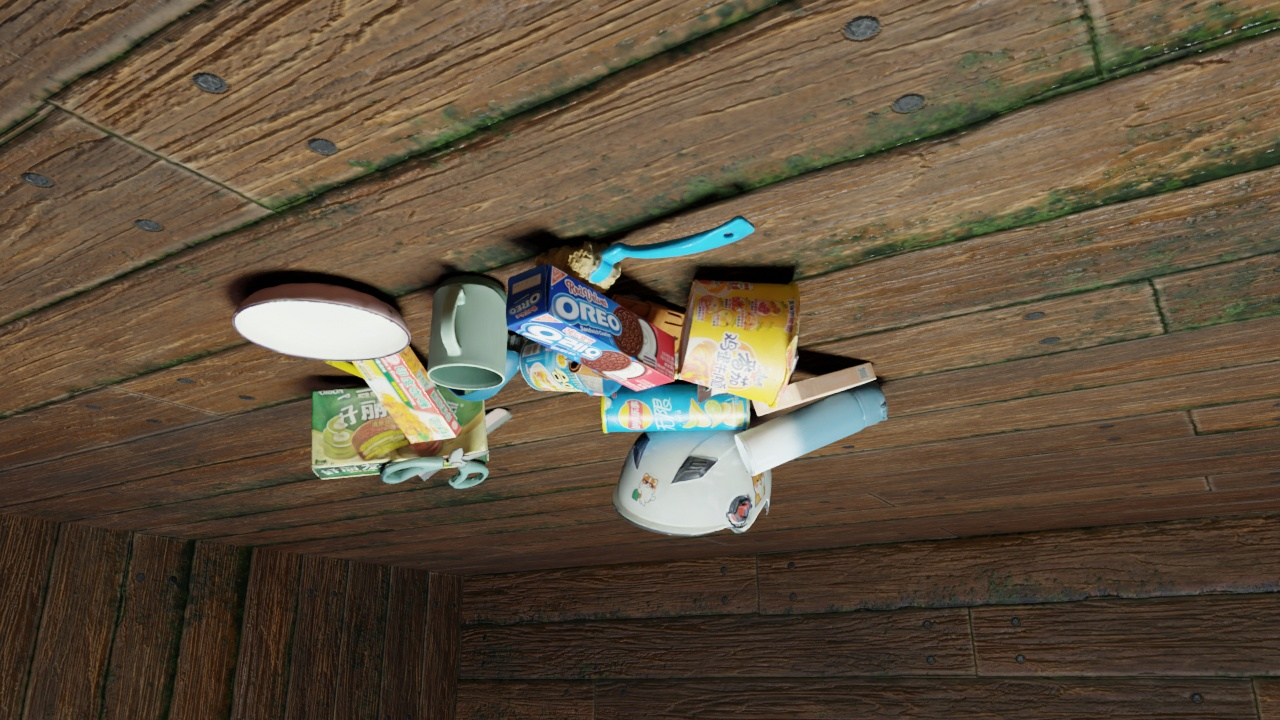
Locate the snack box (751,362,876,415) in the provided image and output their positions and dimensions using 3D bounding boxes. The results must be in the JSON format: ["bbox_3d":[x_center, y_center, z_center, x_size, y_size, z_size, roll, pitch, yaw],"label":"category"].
[{"bbox_3d":[0.233,0.038,1.225,0.157,0.026,0.085,-12,171,-37],"label":"snack box"}]

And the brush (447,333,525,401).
[{"bbox_3d":[-0.202,0.014,1.168,0.055,0.073,0.144,23,151,-39],"label":"brush"}]

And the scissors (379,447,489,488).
[{"bbox_3d":[-0.286,0.151,1.275,0.180,0.019,0.171,-2,157,-12],"label":"scissors"}]

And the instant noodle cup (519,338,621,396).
[{"bbox_3d":[-0.086,-0.002,1.105,0.110,0.099,0.099,-7,161,42],"label":"instant noodle cup"}]

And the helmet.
[{"bbox_3d":[0.088,0.153,1.402,0.230,0.157,0.273,18,-164,37],"label":"helmet"}]

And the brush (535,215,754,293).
[{"bbox_3d":[-0.004,-0.099,0.871,0.255,0.045,0.083,-9,156,40],"label":"brush"}]

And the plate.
[{"bbox_3d":[-0.359,-0.047,1.044,0.192,0.039,0.193,0,161,0],"label":"plate"}]

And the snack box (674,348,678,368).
[{"bbox_3d":[-0.007,0.007,1.182,0.154,0.026,0.075,-11,179,32],"label":"snack box"}]

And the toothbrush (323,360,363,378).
[{"bbox_3d":[-0.381,0.028,1.293,0.016,0.016,0.190,-12,158,17],"label":"toothbrush"}]

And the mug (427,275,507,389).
[{"bbox_3d":[-0.187,-0.035,0.975,0.082,0.106,0.112,-2,161,9],"label":"mug"}]

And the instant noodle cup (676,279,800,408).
[{"bbox_3d":[0.101,-0.026,0.980,0.110,0.137,0.138,10,160,-2],"label":"instant noodle cup"}]

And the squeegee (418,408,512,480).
[{"bbox_3d":[-0.376,0.094,1.452,0.248,0.040,0.249,-34,139,32],"label":"squeegee"}]

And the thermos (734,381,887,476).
[{"bbox_3d":[0.244,0.093,1.301,0.220,0.070,0.070,-22,162,-5],"label":"thermos"}]

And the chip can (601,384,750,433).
[{"bbox_3d":[0.050,0.067,1.325,0.210,0.071,0.071,-1,161,3],"label":"chip can"}]

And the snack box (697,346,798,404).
[{"bbox_3d":[0.130,0.008,1.160,0.125,0.053,0.113,-8,161,1],"label":"snack box"}]

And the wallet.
[{"bbox_3d":[-0.008,-0.022,1.050,0.131,0.031,0.108,12,118,-46],"label":"wallet"}]

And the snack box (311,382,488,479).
[{"bbox_3d":[-0.339,0.097,1.299,0.240,0.114,0.063,-4,156,-8],"label":"snack box"}]

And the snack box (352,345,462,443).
[{"bbox_3d":[-0.305,0.042,1.202,0.077,0.026,0.156,-10,125,26],"label":"snack box"}]

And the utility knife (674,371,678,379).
[{"bbox_3d":[0.038,0.023,1.222,0.031,0.022,0.213,-10,173,-16],"label":"utility knife"}]

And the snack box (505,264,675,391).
[{"bbox_3d":[-0.046,-0.029,0.936,0.058,0.057,0.207,-16,151,35],"label":"snack box"}]
